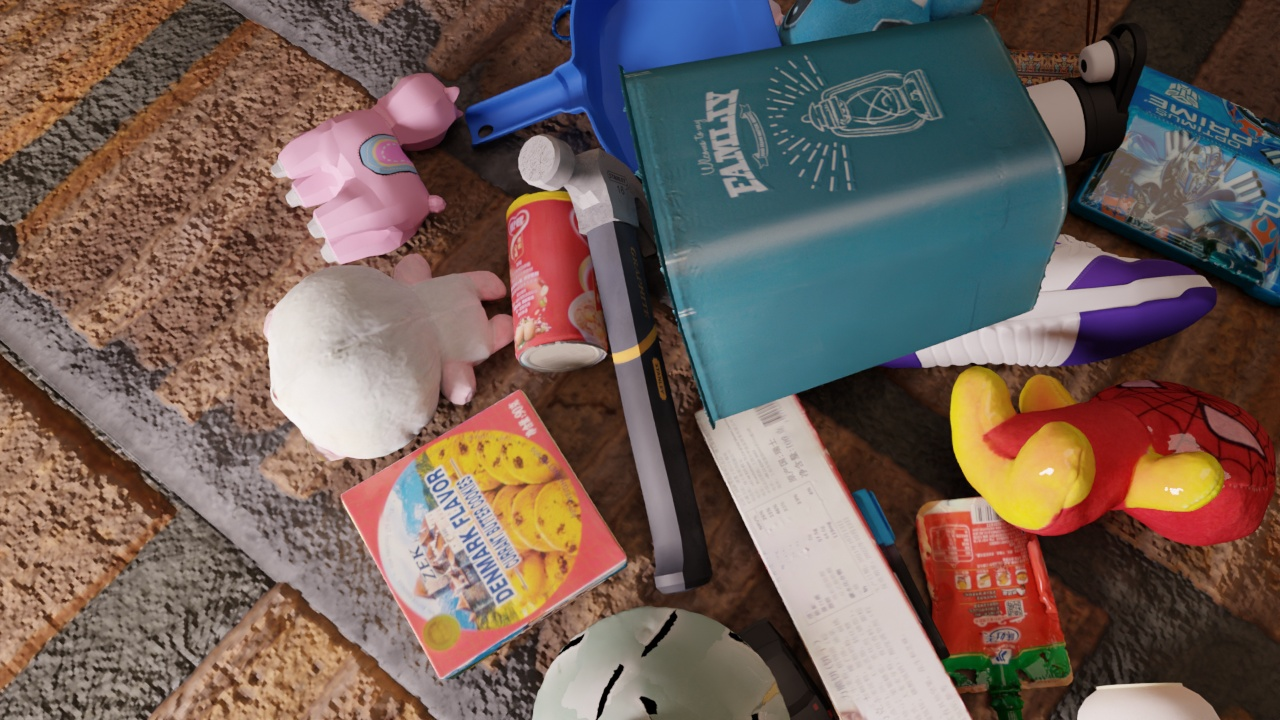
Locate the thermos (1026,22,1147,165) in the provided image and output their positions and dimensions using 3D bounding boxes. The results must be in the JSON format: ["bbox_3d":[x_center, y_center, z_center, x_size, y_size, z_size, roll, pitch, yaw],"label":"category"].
[{"bbox_3d":[0.248,-0.175,0.686,0.230,0.101,0.068,-13,45,5],"label":"thermos"}]

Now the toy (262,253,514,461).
[{"bbox_3d":[-0.173,-0.012,0.650,0.179,0.102,0.139,-24,84,-27],"label":"toy"}]

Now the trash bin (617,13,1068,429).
[{"bbox_3d":[0.120,-0.093,0.576,0.219,0.199,0.196,-14,61,6],"label":"trash bin"}]

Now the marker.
[{"bbox_3d":[0.177,0.144,0.625,0.015,0.018,0.123,-19,66,-10],"label":"marker"}]

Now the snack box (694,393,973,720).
[{"bbox_3d":[0.126,0.142,0.613,0.076,0.044,0.272,-25,69,-3],"label":"snack box"}]

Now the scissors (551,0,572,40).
[{"bbox_3d":[-0.061,-0.332,0.805,0.083,0.016,0.135,-25,71,-7],"label":"scissors"}]

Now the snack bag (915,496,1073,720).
[{"bbox_3d":[0.235,0.169,0.613,0.087,0.044,0.155,-8,75,7],"label":"snack bag"}]

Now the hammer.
[{"bbox_3d":[-0.004,0.004,0.637,0.035,0.139,0.312,-18,77,30],"label":"hammer"}]

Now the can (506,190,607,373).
[{"bbox_3d":[-0.062,-0.057,0.677,0.066,0.067,0.124,-6,70,-2],"label":"can"}]

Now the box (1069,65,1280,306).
[{"bbox_3d":[0.484,-0.136,0.709,0.243,0.060,0.175,28,72,9],"label":"box"}]

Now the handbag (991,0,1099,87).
[{"bbox_3d":[0.312,-0.272,0.718,0.093,0.043,0.196,2,110,-1],"label":"handbag"}]

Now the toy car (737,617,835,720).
[{"bbox_3d":[0.092,0.215,0.594,0.042,0.036,0.091,-31,73,-11],"label":"toy car"}]

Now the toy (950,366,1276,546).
[{"bbox_3d":[0.314,0.063,0.600,0.216,0.099,0.147,5,31,-18],"label":"toy"}]

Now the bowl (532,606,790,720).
[{"bbox_3d":[0.006,0.239,0.552,0.174,0.068,0.174,-3,76,10],"label":"bowl"}]

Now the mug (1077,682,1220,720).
[{"bbox_3d":[0.303,0.248,0.566,0.112,0.085,0.089,-16,63,32],"label":"mug"}]

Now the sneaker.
[{"bbox_3d":[0.277,-0.062,0.671,0.244,0.092,0.111,-3,66,4],"label":"sneaker"}]

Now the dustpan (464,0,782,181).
[{"bbox_3d":[-0.017,-0.219,0.733,0.258,0.059,0.245,-17,78,16],"label":"dustpan"}]

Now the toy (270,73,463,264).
[{"bbox_3d":[-0.198,-0.154,0.714,0.157,0.067,0.123,-33,75,-16],"label":"toy"}]

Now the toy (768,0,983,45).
[{"bbox_3d":[0.188,-0.293,0.750,0.224,0.099,0.191,30,68,33],"label":"toy"}]

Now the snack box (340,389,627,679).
[{"bbox_3d":[-0.106,0.117,0.628,0.144,0.040,0.142,-31,74,-11],"label":"snack box"}]
